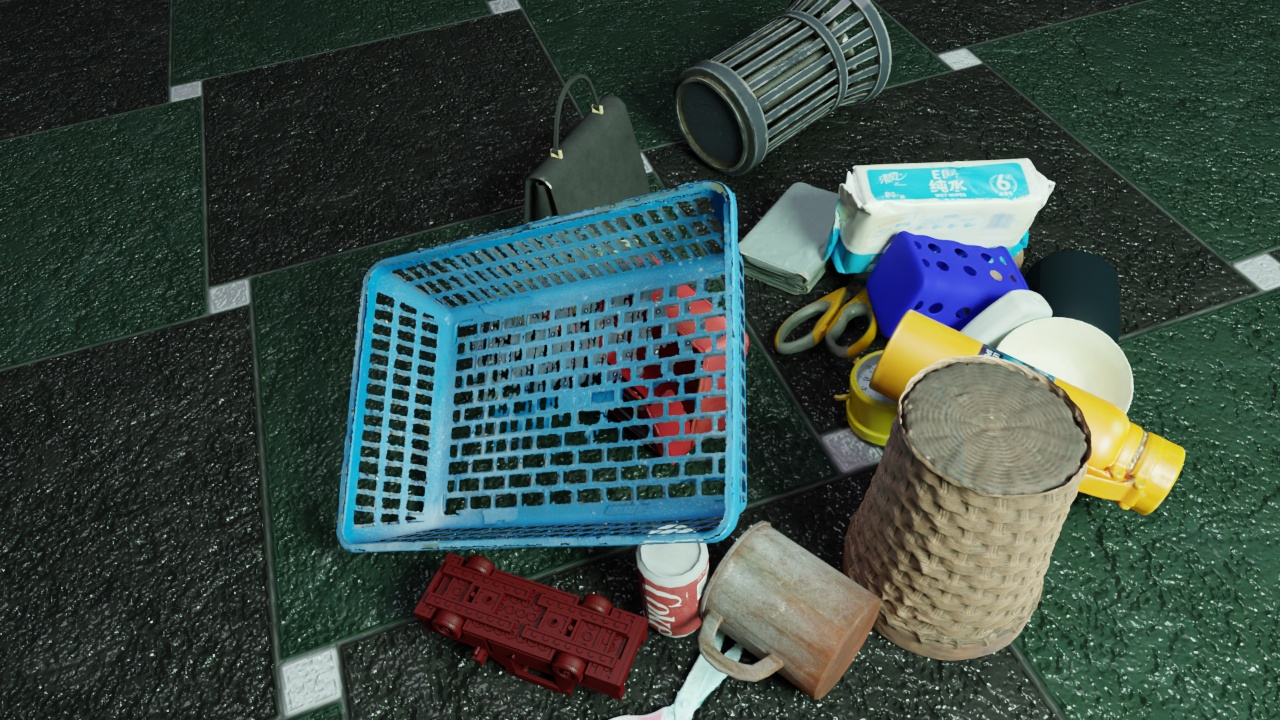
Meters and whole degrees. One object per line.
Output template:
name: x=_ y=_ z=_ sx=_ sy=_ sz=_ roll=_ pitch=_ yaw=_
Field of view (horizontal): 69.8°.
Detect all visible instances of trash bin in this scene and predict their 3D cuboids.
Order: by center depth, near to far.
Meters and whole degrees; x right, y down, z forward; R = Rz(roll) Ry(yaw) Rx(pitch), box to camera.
trash bin: x=0.233 y=0.103 z=0.669 sx=0.151 sy=0.210 sz=0.151 roll=-2 pitch=47 yaw=2
trash bin: x=0.166 y=-0.339 z=1.120 sx=0.227 sy=0.164 sz=0.164 roll=-37 pitch=54 yaw=-21

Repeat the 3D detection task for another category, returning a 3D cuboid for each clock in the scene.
clock: x=0.241 y=0.037 z=0.832 sx=0.119 sy=0.057 sz=0.083 roll=17 pitch=51 yaw=28

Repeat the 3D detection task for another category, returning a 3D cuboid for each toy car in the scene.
toy car: x=-0.082 y=0.207 z=0.705 sx=0.170 sy=0.062 sz=0.070 roll=14 pitch=50 yaw=17

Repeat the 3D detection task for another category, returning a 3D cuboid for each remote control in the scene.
remote control: x=0.321 y=-0.019 z=0.842 sx=0.060 sy=0.115 sz=0.028 roll=4 pitch=50 yaw=-33

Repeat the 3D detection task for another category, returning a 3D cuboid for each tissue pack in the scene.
tissue pack: x=0.293 y=-0.140 z=0.904 sx=0.209 sy=0.117 sz=0.066 roll=-2 pitch=61 yaw=0

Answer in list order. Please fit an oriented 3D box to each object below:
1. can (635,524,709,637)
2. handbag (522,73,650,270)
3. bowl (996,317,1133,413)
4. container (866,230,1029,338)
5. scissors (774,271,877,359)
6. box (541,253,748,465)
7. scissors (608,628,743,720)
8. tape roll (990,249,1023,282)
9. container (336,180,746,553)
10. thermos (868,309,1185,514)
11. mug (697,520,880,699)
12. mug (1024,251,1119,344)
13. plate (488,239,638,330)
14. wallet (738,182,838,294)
can: x=0.026 y=0.171 z=0.704 sx=0.054 sy=0.097 sz=0.054 roll=-3 pitch=47 yaw=3
handbag: x=-0.065 y=-0.216 z=0.999 sx=0.072 sy=0.196 sz=0.175 roll=18 pitch=52 yaw=20
bowl: x=0.363 y=0.026 z=0.810 sx=0.115 sy=0.062 sz=0.115 roll=-3 pitch=73 yaw=11
container: x=0.291 y=-0.066 z=0.880 sx=0.113 sy=0.085 sz=0.084 roll=7 pitch=46 yaw=-16
scissors: x=0.212 y=-0.070 z=0.957 sx=0.114 sy=0.016 sz=0.228 roll=1 pitch=36 yaw=31
box: x=0.012 y=-0.004 z=0.846 sx=0.126 sy=0.137 sz=0.157 roll=-39 pitch=57 yaw=-17
scissors: x=0.015 y=0.258 z=0.682 sx=0.101 sy=0.016 sz=0.178 roll=19 pitch=52 yaw=21
tape roll: x=0.354 y=-0.107 z=0.974 sx=0.094 sy=0.027 sz=0.093 roll=-3 pitch=47 yaw=3
container: x=-0.073 y=0.023 z=0.732 sx=0.363 sy=0.089 sz=0.256 roll=-8 pitch=72 yaw=29
thermos: x=0.303 y=0.048 z=0.739 sx=0.233 sy=0.076 sz=0.091 roll=29 pitch=68 yaw=17
mug: x=0.102 y=0.193 z=0.677 sx=0.110 sy=0.096 sz=0.122 roll=27 pitch=48 yaw=31
mug: x=0.392 y=-0.039 z=0.880 sx=0.122 sy=0.085 sz=0.094 roll=-11 pitch=40 yaw=35
plate: x=-0.079 y=-0.063 z=0.910 sx=0.184 sy=0.185 sz=0.036 roll=-24 pitch=88 yaw=-16
wallet: x=0.175 y=-0.132 z=0.999 sx=0.100 sy=0.054 sz=0.131 roll=26 pitch=57 yaw=35
